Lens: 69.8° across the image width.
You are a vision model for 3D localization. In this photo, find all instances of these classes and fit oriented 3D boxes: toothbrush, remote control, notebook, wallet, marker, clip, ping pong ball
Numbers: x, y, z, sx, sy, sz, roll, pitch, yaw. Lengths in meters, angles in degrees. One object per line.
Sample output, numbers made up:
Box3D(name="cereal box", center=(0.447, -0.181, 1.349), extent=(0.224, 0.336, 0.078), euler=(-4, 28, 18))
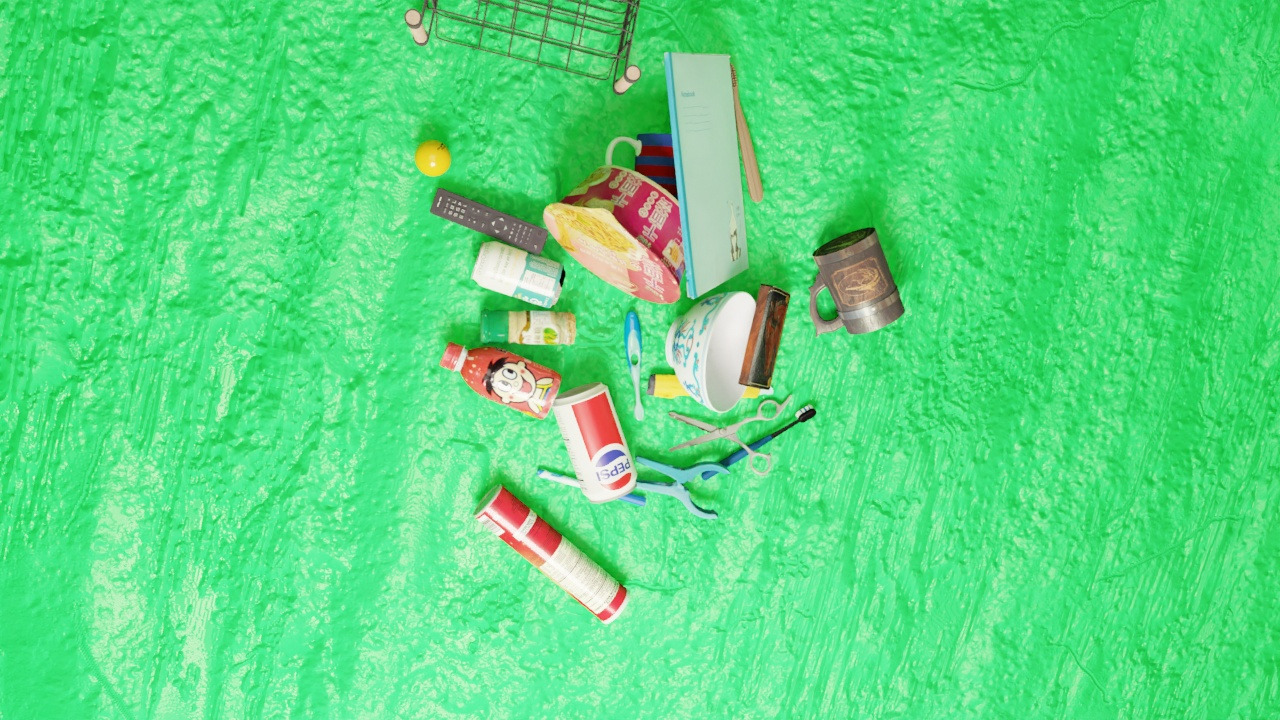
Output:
Box3D(name="toothbrush", center=(0.123, -0.271, 1.097), extent=(0.016, 0.016, 0.167), euler=(-15, 102, -4))
Box3D(name="remote control", center=(-0.174, -0.160, 1.057), extent=(0.136, 0.015, 0.032), euler=(21, 95, -1))
Box3D(name="notebook", center=(0.078, -0.210, 1.022), extent=(0.009, 0.180, 0.253), euler=(1, 107, 27))
Box3D(name="wallet", center=(0.150, -0.027, 1.110), extent=(0.019, 0.072, 0.123), euler=(13, 91, 28))
Box3D(name="toothbrush", center=(-0.007, 0.006, 1.123), extent=(0.022, 0.017, 0.135), euler=(-5, 97, -8))
Box3D(name="marker", center=(-0.061, 0.157, 1.140), extent=(0.142, 0.013, 0.013), euler=(17, 96, -11))
Box3D(name="clip", center=(0.050, 0.171, 1.143), extent=(0.130, 0.031, 0.121), euler=(-7, 98, -1))
Box3D(name="ping pong ball", center=(-0.234, -0.228, 1.035), extent=(0.040, 0.040, 0.040), euler=(-1, 99, -9))
Box3D(name="toothbrush", center=(0.149, 0.105, 1.161), extent=(0.168, 0.014, 0.014), euler=(-31, 136, 0))

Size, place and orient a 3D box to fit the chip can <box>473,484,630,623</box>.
Box3D(name="chip can", center=(-0.108, 0.237, 1.125), extent=(0.214, 0.052, 0.052), euler=(42, 91, -12))

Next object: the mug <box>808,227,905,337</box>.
Box3D(name="mug", center=(0.251, -0.090, 1.122), extent=(0.116, 0.079, 0.107), euler=(-20, 104, 24))

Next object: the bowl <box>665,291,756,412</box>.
Box3D(name="bowl", center=(0.078, -0.016, 1.089), extent=(0.074, 0.143, 0.144), euler=(13, 99, 29))

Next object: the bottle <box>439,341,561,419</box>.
Box3D(name="bottle", center=(-0.166, 0.018, 1.075), extent=(0.137, 0.062, 0.062), euler=(23, 95, -12))

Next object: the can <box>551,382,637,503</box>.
Box3D(name="can", center=(-0.054, 0.098, 1.097), extent=(0.070, 0.070, 0.132), euler=(-19, 98, -5))

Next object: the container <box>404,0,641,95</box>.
Box3D(name="container", center=(-0.112, -0.379, 0.967), extent=(0.241, 0.163, 0.130), euler=(11, 97, -10))

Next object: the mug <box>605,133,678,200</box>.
Box3D(name="mug", center=(0.013, -0.220, 1.053), extent=(0.111, 0.075, 0.076), euler=(1, 99, -21))

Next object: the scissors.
Box3D(name="scissors", center=(0.115, 0.080, 1.146), extent=(0.141, 0.014, 0.161), euler=(39, 73, 7))

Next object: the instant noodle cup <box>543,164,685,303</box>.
Box3D(name="instant noodle cup", center=(-0.013, -0.146, 1.026), extent=(0.178, 0.179, 0.077), euler=(36, 75, -12))

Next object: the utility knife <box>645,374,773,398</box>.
Box3D(name="utility knife", center=(0.087, 0.034, 1.140), extent=(0.164, 0.017, 0.030), euler=(3, 103, -9))

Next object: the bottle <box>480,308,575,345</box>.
Box3D(name="bottle", center=(-0.133, -0.038, 1.082), extent=(0.111, 0.043, 0.043), euler=(1, 99, -10))

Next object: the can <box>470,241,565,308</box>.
Box3D(name="can", center=(-0.141, -0.100, 1.063), extent=(0.101, 0.055, 0.055), euler=(18, 96, -11))
